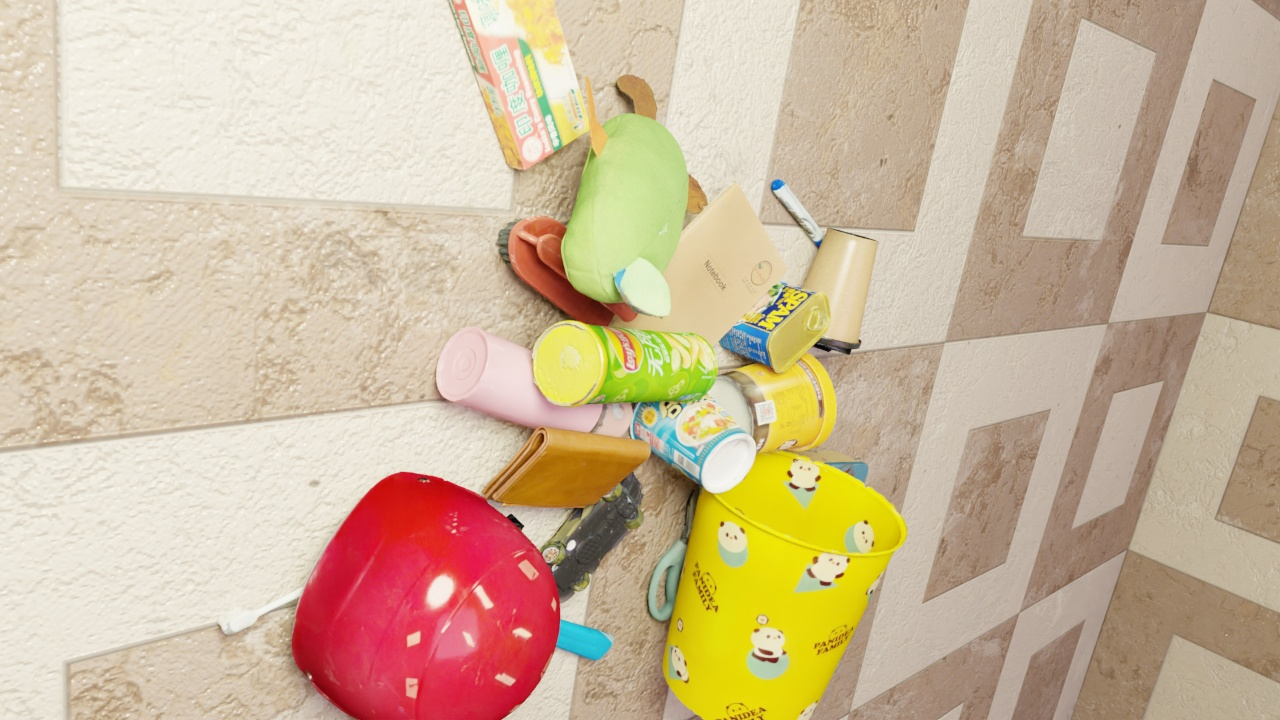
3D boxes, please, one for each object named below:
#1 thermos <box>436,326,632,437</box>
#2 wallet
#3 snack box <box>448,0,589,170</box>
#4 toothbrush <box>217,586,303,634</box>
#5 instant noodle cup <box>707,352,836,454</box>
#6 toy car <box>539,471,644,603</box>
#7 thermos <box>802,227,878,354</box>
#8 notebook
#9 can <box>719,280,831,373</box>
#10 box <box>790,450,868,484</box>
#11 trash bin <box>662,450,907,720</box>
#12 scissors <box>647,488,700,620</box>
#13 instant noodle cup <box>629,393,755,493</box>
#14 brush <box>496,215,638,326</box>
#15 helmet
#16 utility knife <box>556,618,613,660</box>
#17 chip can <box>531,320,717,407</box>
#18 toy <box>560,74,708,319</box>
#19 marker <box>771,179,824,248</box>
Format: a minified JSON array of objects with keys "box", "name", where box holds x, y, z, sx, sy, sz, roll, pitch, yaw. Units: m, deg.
[{"box":[-0.087,0.021,0.831,0.198,0.067,0.087,23,62,-47],"name":"thermos"},{"box":[-0.072,0.108,0.857,0.130,0.035,0.119,12,135,-45],"name":"wallet"},{"box":[-0.095,-0.239,0.728,0.076,0.027,0.156,-39,131,-27],"name":"snack box"},{"box":[-0.260,0.179,0.763,0.179,0.016,0.016,-22,125,-40],"name":"toothbrush"},{"box":[0.138,0.053,1.031,0.114,0.118,0.119,-11,115,-34],"name":"instant noodle cup"},{"box":[-0.054,0.179,0.944,0.158,0.042,0.070,-49,135,-18],"name":"toy car"},{"box":[0.226,-0.078,1.068,0.092,0.093,0.143,2,108,-45],"name":"thermos"},{"box":[0.053,-0.064,0.935,0.207,0.008,0.148,-45,136,-3],"name":"notebook"},{"box":[0.146,-0.042,1.013,0.101,0.083,0.057,-41,132,-25],"name":"can"},{"box":[0.220,0.165,1.199,0.184,0.061,0.090,1,106,-47],"name":"box"},{"box":[0.145,0.259,1.032,0.229,0.230,0.256,-3,116,-44],"name":"trash bin"},{"box":[0.066,0.227,1.105,0.143,0.019,0.180,6,102,-45],"name":"scissors"},{"box":[0.058,0.079,0.950,0.099,0.110,0.099,-21,130,-28],"name":"instant noodle cup"},{"box":[-0.061,-0.077,0.803,0.145,0.069,0.063,36,80,-47],"name":"brush"},{"box":[-0.150,0.220,0.757,0.240,0.144,0.206,40,72,-36],"name":"helmet"},{"box":[-0.097,0.281,0.964,0.034,0.018,0.218,-58,138,-6],"name":"utility knife"},{"box":[-0.005,0.005,0.838,0.220,0.073,0.072,1,107,-59],"name":"chip can"},{"box":[-0.007,-0.134,0.774,0.246,0.090,0.227,-69,143,-48],"name":"toy"},{"box":[0.187,-0.162,1.050,0.145,0.017,0.017,37,80,-47],"name":"marker"}]
